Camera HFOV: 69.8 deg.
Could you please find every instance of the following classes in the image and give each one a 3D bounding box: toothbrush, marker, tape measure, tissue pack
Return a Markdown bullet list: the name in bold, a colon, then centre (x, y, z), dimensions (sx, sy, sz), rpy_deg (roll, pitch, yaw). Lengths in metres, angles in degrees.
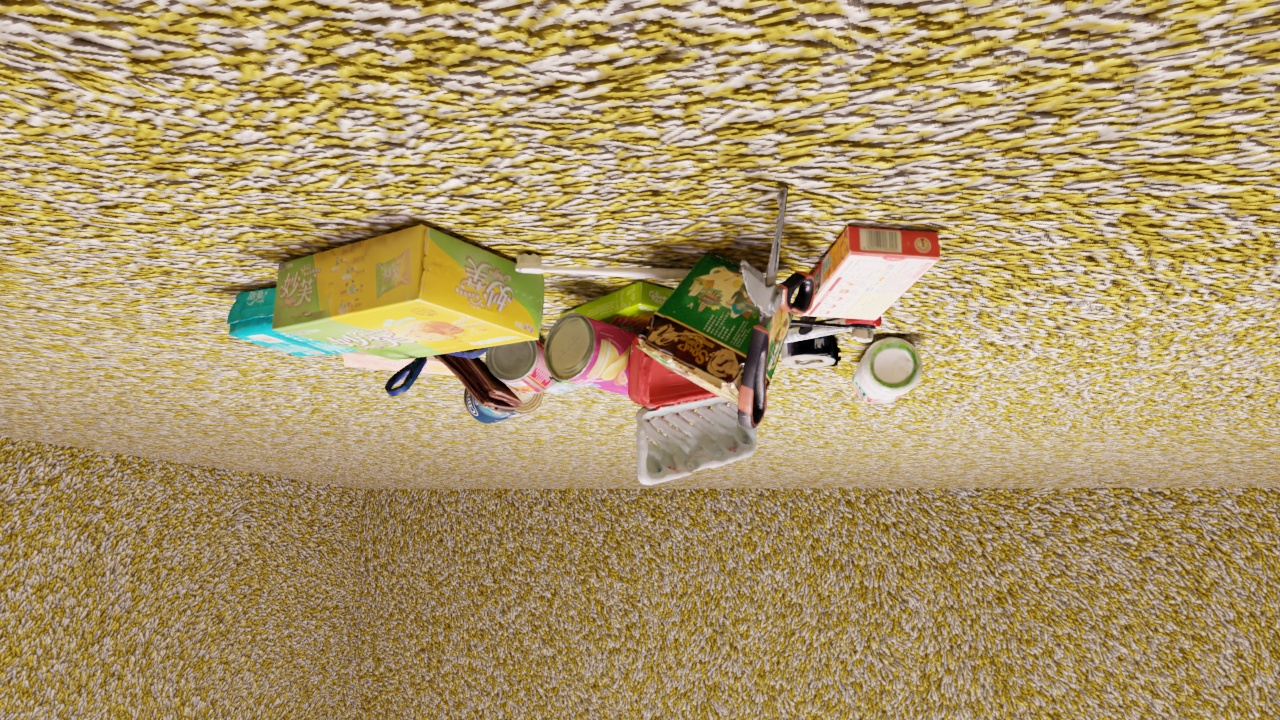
- **toothbrush**: centre (0.154, -0.037, 0.965), dimensions (0.181, 0.018, 0.015), rpy_deg (7, 165, 21)
- **marker**: centre (0.199, -0.034, 1.016), dimensions (0.017, 0.017, 0.146), rpy_deg (14, 162, -43)
- **toothbrush**: centre (0.183, -0.059, 0.929), dimensions (0.014, 0.016, 0.189), rpy_deg (0, 164, -2)
- **toothbrush**: centre (-0.024, -0.085, 0.842), dimensions (0.180, 0.016, 0.016), rpy_deg (2, 170, -10)
- **tape measure**: centre (0.197, -0.012, 1.073), dimensions (0.066, 0.033, 0.065), rpy_deg (-3, 164, 21)
- **tissue pack**: centre (-0.372, -0.040, 1.007), dimensions (0.093, 0.050, 0.133), rpy_deg (-5, 166, 21)

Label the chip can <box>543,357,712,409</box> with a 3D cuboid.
- **chip can**: centre (0.001, 0.010, 1.119), dimensions (0.235, 0.072, 0.072), rpy_deg (12, 164, -34)

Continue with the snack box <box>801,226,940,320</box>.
- **snack box**: centre (0.196, -0.073, 0.809), dimensions (0.077, 0.027, 0.156), rpy_deg (3, 164, -5)

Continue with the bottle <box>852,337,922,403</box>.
- **bottle**: centre (0.298, 0.020, 1.139), dimensions (0.068, 0.068, 0.197), rpy_deg (1, 171, 6)

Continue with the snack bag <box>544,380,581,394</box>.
- **snack bag**: centre (-0.113, 0.032, 1.331), dimensions (0.048, 0.026, 0.104), rpy_deg (4, 168, -36)

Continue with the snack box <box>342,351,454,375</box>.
- **snack box**: centre (-0.306, -0.005, 1.199), dimensions (0.157, 0.026, 0.085), rpy_deg (6, 167, -14)

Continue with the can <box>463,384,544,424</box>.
- **can**: centre (-0.193, 0.046, 1.297), dimensions (0.075, 0.075, 0.111), rpy_deg (11, 164, -33)

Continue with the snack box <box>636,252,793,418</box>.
- **snack box**: centre (0.078, -0.025, 0.832), dimensions (0.118, 0.105, 0.117), rpy_deg (30, 178, 23)

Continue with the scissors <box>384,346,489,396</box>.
- **scissors**: centre (-0.221, -0.008, 0.982), dimensions (0.175, 0.012, 0.161), rpy_deg (-7, -152, 33)

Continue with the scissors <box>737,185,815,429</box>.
- **scissors**: centre (0.103, -0.034, 0.731), dimensions (0.015, 0.189, 0.225), rpy_deg (20, -174, 23)

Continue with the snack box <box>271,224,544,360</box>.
- **snack box**: centre (-0.219, -0.056, 0.870), dimensions (0.210, 0.070, 0.157), rpy_deg (-8, 165, 35)

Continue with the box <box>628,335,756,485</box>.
- **box**: centre (0.063, 0.042, 0.980), dimensions (0.039, 0.158, 0.200), rpy_deg (14, -166, 41)

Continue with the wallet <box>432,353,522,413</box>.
- **wallet**: centre (-0.203, 0.012, 1.111), dimensions (0.124, 0.032, 0.101), rpy_deg (45, -179, 16)

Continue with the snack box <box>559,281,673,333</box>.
- **snack box**: centre (-0.012, -0.046, 0.976), dimensions (0.085, 0.026, 0.157), rpy_deg (10, 164, -35)

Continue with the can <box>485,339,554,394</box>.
- **can**: centre (-0.143, 0.003, 1.121), dimensions (0.066, 0.066, 0.094), rpy_deg (-1, 167, 12)

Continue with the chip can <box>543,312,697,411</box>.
- **chip can**: centre (-0.006, 0.006, 0.979), dimensions (0.072, 0.071, 0.210), rpy_deg (-8, 164, 39)
